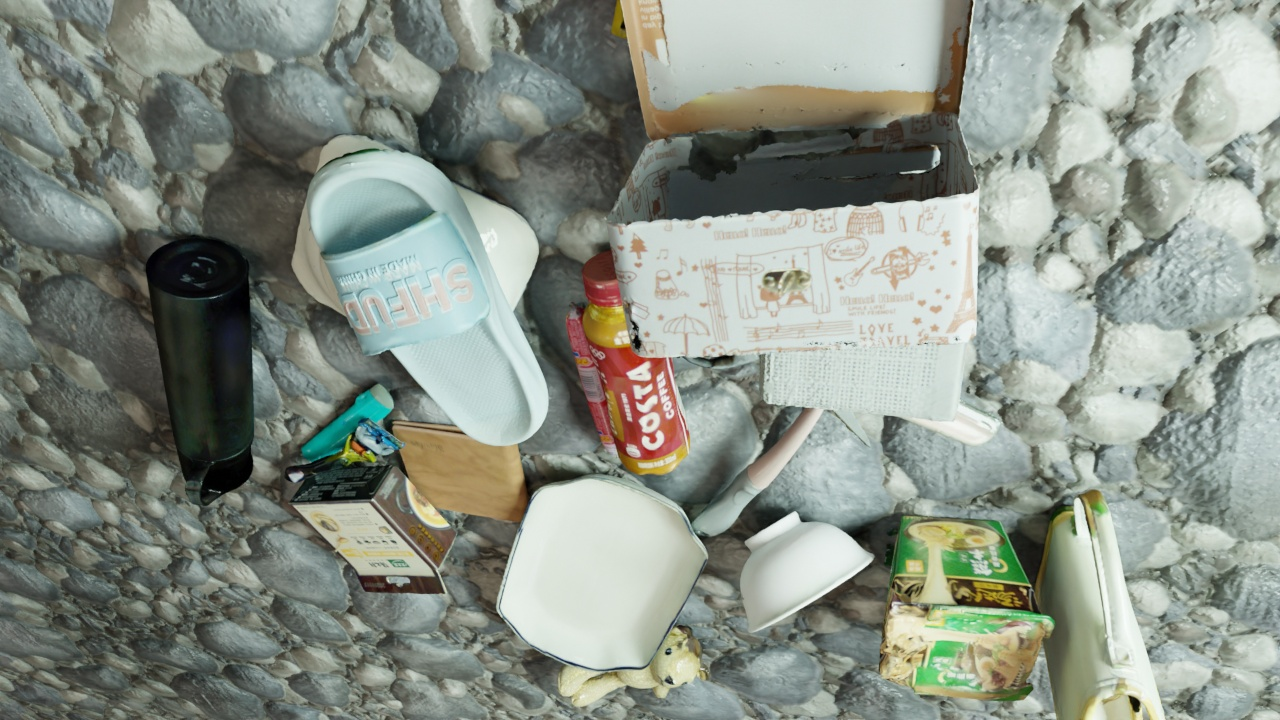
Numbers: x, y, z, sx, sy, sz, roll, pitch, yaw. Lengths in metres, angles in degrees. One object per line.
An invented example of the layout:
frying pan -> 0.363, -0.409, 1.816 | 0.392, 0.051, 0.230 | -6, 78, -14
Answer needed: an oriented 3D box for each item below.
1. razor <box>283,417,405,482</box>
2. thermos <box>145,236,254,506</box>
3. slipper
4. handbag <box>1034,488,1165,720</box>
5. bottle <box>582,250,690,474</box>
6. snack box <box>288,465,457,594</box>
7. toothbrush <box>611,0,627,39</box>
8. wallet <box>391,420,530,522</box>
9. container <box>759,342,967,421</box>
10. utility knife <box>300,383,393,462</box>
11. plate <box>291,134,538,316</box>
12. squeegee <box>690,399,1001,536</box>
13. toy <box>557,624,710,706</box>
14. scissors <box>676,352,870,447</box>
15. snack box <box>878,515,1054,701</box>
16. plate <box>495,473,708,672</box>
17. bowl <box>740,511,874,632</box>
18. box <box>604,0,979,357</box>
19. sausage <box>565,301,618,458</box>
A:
razor -> -0.270, 0.087, 0.803 | 0.143, 0.022, 0.042 | -21, 128, 32
thermos -> -0.347, 0.023, 0.736 | 0.068, 0.089, 0.243 | 6, 134, -14
slipper -> -0.140, -0.024, 0.604 | 0.104, 0.074, 0.245 | -9, 129, 22
handbag -> 0.330, 0.182, 0.654 | 0.063, 0.163, 0.179 | -3, 130, 14
bottle -> -0.004, 0.004, 0.652 | 0.057, 0.057, 0.175 | -1, 130, 15
snack box -> -0.241, 0.156, 0.843 | 0.113, 0.053, 0.126 | -7, 131, 32
toothbrush -> 0.012, -0.250, 0.451 | 0.015, 0.016, 0.191 | 16, 134, -2
wallet -> -0.155, 0.096, 0.800 | 0.115, 0.020, 0.101 | 5, 130, 14
container -> 0.131, -0.021, 0.559 | 0.114, 0.090, 0.090 | 2, 116, 7
utility knife -> -0.256, 0.057, 0.795 | 0.029, 0.013, 0.158 | 42, 130, -20
plate -> -0.167, -0.064, 0.650 | 0.163, 0.034, 0.165 | 26, 131, -9
squeegee -> 0.096, 0.079, 0.707 | 0.247, 0.040, 0.250 | 25, 133, -8
toy -> -0.010, 0.311, 0.921 | 0.157, 0.066, 0.105 | -22, 105, 21
scissors -> 0.102, -0.007, 0.622 | 0.159, 0.014, 0.175 | -8, 114, 10
snack box -> 0.246, 0.186, 0.718 | 0.117, 0.105, 0.118 | 2, 133, 10
plate -> -0.038, 0.192, 0.834 | 0.162, 0.034, 0.266 | 21, 129, 1
bowl -> 0.122, 0.163, 0.746 | 0.119, 0.118, 0.064 | -42, 74, 38
box -> 0.078, -0.124, 0.461 | 0.183, 0.156, 0.193 | -2, 123, 13
sausage -> -0.034, 0.018, 0.699 | 0.020, 0.020, 0.156 | -1, 130, 15
